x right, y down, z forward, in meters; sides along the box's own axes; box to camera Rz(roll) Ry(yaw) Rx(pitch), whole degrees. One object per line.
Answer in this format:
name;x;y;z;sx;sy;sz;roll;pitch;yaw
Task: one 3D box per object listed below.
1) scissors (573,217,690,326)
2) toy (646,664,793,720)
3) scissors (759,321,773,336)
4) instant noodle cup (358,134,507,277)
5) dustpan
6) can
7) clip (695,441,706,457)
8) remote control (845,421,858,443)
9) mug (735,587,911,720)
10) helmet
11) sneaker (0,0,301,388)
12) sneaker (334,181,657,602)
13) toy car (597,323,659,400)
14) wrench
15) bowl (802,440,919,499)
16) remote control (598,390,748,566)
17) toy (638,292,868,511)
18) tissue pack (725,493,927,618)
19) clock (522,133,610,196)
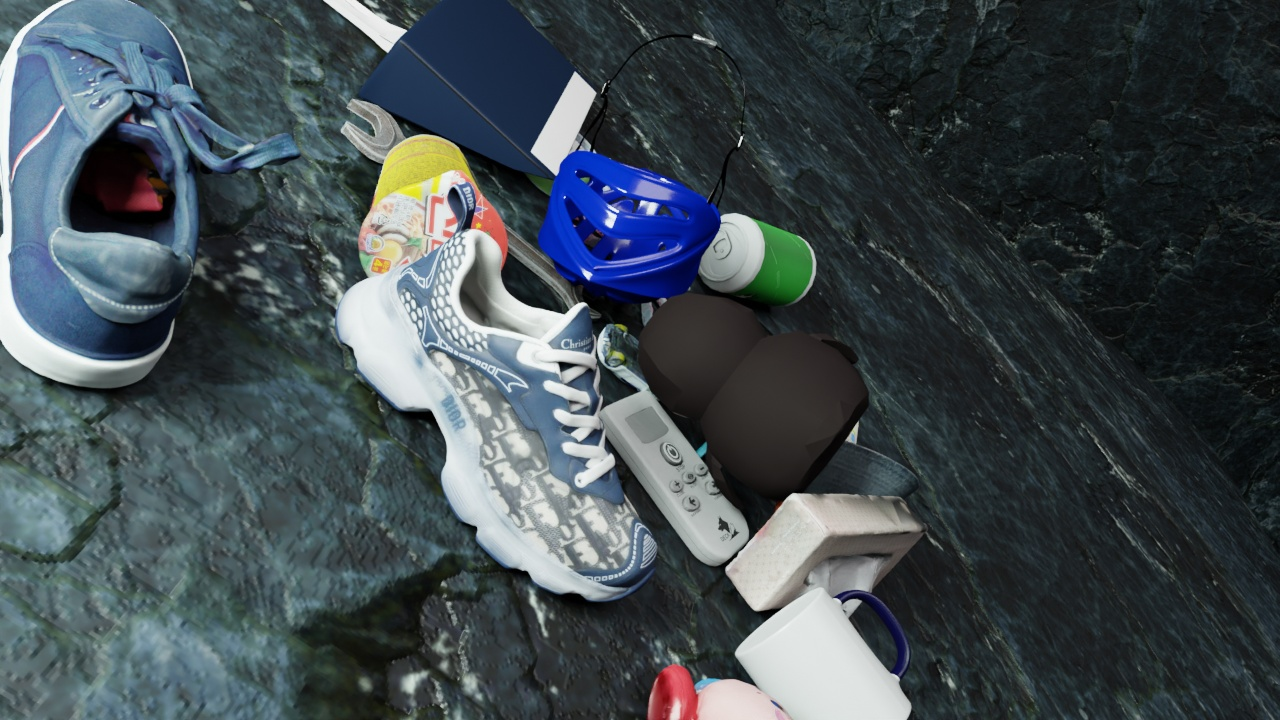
scissors;-0.007;-0.088;0.913;0.170;0.013;0.176;24;35;-39
toy;0.064;0.246;0.557;0.131;0.097;0.124;24;-3;-23
scissors;0.160;0.029;0.970;0.201;0.015;0.205;11;42;-58
instant noodle cup;-0.154;-0.109;0.672;0.100;0.100;0.112;27;25;-32
dustpan;-0.184;-0.287;0.869;0.273;0.080;0.235;41;31;-20
can;0.133;-0.113;1.049;0.139;0.088;0.087;9;47;-48
clip;0.077;0.049;0.844;0.116;0.026;0.097;13;46;-45
remote control;0.208;0.073;0.950;0.038;0.018;0.125;53;23;-5
mug;0.139;0.213;0.646;0.111;0.079;0.097;-33;79;-22
helmet;0.008;-0.162;0.785;0.148;0.228;0.241;22;23;3
sneaker;-0.274;-0.132;0.501;0.120;0.127;0.294;17;39;-40
sneaker;-0.066;0.023;0.575;0.269;0.133;0.103;51;28;4
toy car;-0.005;0.005;0.783;0.089;0.027;0.038;38;38;-34
wrench;-0.139;-0.124;0.784;0.273;0.010;0.069;39;30;-15
bowl;0.179;0.117;0.840;0.137;0.137;0.057;30;73;-28
remote control;0.030;0.092;0.733;0.151;0.019;0.074;53;30;10
toy;0.080;0.017;0.729;0.184;0.159;0.140;38;-10;10
tissue pack;0.159;0.163;0.742;0.181;0.104;0.071;10;31;-51
clock;-0.087;-0.204;0.916;0.119;0.043;0.094;33;31;-24
